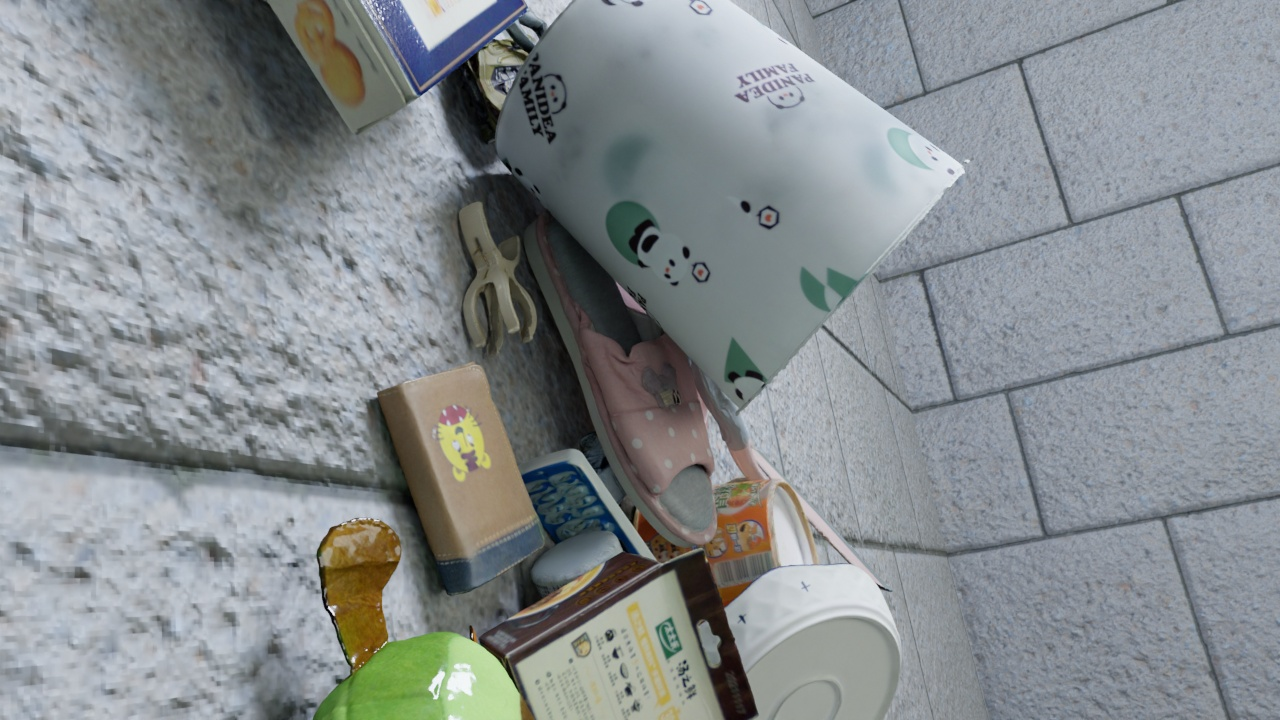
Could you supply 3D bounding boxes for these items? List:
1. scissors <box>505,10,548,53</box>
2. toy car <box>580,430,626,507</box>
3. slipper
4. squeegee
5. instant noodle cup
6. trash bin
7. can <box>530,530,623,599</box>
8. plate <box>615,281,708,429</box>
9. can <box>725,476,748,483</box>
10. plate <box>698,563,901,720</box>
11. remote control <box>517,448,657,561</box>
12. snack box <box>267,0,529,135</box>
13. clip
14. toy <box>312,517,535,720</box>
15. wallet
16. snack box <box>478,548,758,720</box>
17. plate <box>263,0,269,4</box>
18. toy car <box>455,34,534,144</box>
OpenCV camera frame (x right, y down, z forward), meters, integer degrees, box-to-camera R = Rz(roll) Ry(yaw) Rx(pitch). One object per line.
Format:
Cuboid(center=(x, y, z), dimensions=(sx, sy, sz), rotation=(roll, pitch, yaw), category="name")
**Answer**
Cuboid(center=(-0.111, -0.252, 0.620), dimensions=(0.159, 0.014, 0.178), rotation=(44, 38, -44), category="scissors")
Cuboid(center=(-0.026, 0.085, 0.656), dimensions=(0.090, 0.034, 0.043), rotation=(-70, 142, -54), category="toy car")
Cuboid(center=(-0.004, 0.004, 0.671), dimensions=(0.114, 0.055, 0.274), rotation=(-2, 64, -60), category="slipper")
Cuboid(center=(0.095, 0.073, 0.815), dimensions=(0.249, 0.040, 0.247), rotation=(54, -2, -31), category="squeegee")
Cuboid(center=(0.074, 0.165, 0.736), dimensions=(0.151, 0.112, 0.151), rotation=(48, 33, -47), category="instant noodle cup")
Cuboid(center=(0.051, -0.127, 0.642), dimensions=(0.252, 0.230, 0.229), rotation=(42, 22, 6), category="trash bin")
Cuboid(center=(-0.016, 0.182, 0.577), dimensions=(0.147, 0.058, 0.058), rotation=(68, 22, -13), category="can")
Cuboid(center=(0.019, 0.009, 0.805), dimensions=(0.192, 0.039, 0.192), rotation=(46, 37, -50), category="plate")
Cuboid(center=(0.121, 0.178, 0.918), dimensions=(0.134, 0.053, 0.053), rotation=(59, 26, -32), category="can")
Cuboid(center=(0.108, 0.242, 0.665), dimensions=(0.205, 0.204, 0.045), rotation=(58, -9, -35), category="plate")
Cuboid(center=(-0.034, 0.107, 0.600), dimensions=(0.024, 0.049, 0.125), rotation=(-82, 148, -52), category="remote control")
Cuboid(center=(-0.144, -0.235, 0.475), dimensions=(0.178, 0.046, 0.182), rotation=(60, 27, -25), category="snack box")
Cuboid(center=(-0.093, -0.052, 0.592), dimensions=(0.070, 0.035, 0.099), rotation=(41, 34, -52), category="clip")
Cuboid(center=(-0.075, 0.190, 0.379), dimensions=(0.226, 0.090, 0.247), rotation=(-100, 166, -61), category="toy")
Cuboid(center=(-0.096, 0.061, 0.507), dimensions=(0.090, 0.033, 0.115), rotation=(-22, 92, -67), category="wallet")
Cuboid(center=(-0.010, 0.178, 0.514), dimensions=(0.125, 0.053, 0.113), rotation=(-25, 103, -30), category="snack box")
Cuboid(center=(-0.178, -0.271, 0.535), dimensions=(0.162, 0.034, 0.265), rotation=(62, 25, -27), category="plate")
Cuboid(center=(-0.095, -0.209, 0.689), dimensions=(0.157, 0.042, 0.070), rotation=(-61, 131, -64), category="toy car")
